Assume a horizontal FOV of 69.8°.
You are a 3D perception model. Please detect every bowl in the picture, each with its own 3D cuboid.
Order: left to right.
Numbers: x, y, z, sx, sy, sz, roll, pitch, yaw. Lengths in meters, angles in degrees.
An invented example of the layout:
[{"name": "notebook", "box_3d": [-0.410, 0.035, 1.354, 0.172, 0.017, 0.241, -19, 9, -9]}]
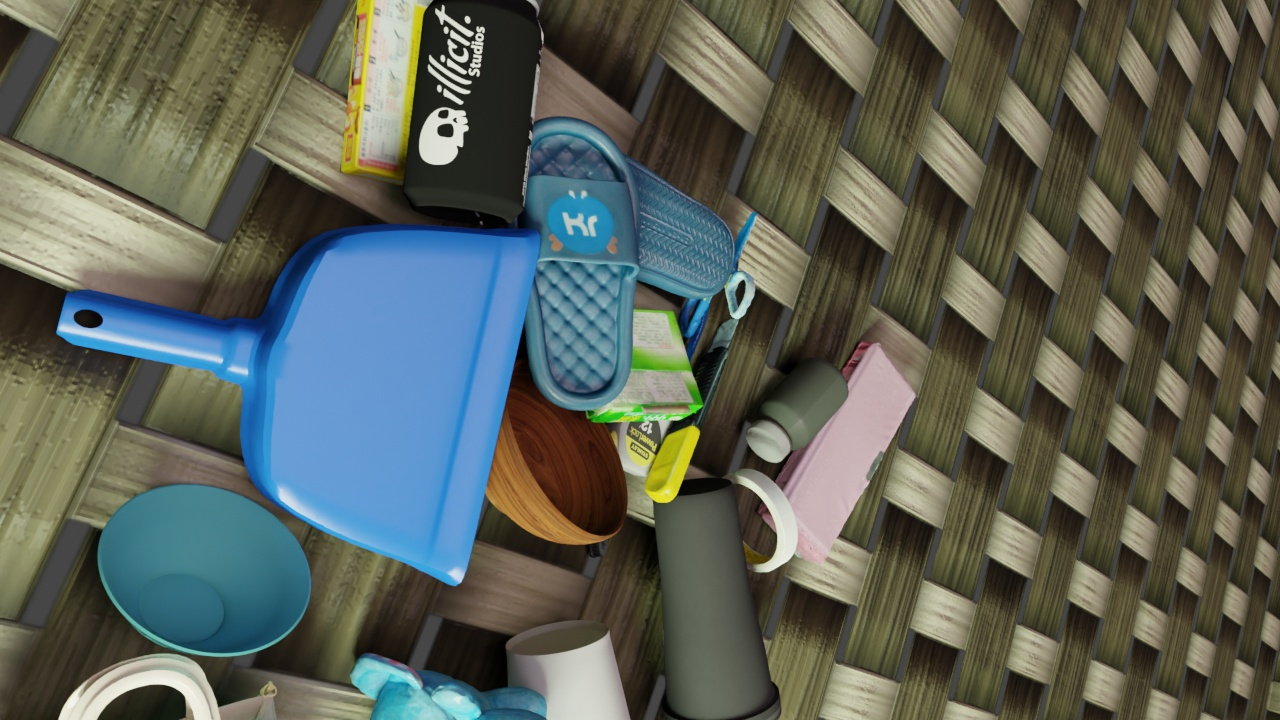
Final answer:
[{"name": "bowl", "box_3d": [-0.266, 0.136, 0.549, 0.121, 0.121, 0.046, 20, 121, -39]}, {"name": "bowl", "box_3d": [-0.079, 0.077, 0.687, 0.147, 0.069, 0.147, 48, 24, -30]}]

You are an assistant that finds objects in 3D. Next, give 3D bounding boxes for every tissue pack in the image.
[{"name": "tissue pack", "box_3d": [-0.004, 0.004, 0.754, 0.113, 0.034, 0.099, 2, 62, -40]}]

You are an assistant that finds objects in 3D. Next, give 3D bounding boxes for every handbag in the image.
[{"name": "handbag", "box_3d": [-0.282, 0.254, 0.508, 0.194, 0.101, 0.198, -5, 109, -37]}]

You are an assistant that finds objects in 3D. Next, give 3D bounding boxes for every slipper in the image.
[{"name": "slipper", "box_3d": [-0.041, -0.070, 0.664, 0.103, 0.059, 0.214, -6, 93, -24]}, {"name": "slipper", "box_3d": [-0.017, -0.112, 0.744, 0.213, 0.059, 0.103, 17, 78, -25]}]

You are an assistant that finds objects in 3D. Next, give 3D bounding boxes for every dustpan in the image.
[{"name": "dustpan", "box_3d": [-0.212, 0.002, 0.571, 0.257, 0.060, 0.245, 15, 86, -32]}]

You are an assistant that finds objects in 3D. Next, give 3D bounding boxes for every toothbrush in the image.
[{"name": "toothbrush", "box_3d": [-0.030, 0.073, 0.774, 0.014, 0.017, 0.188, 5, 89, -45]}]

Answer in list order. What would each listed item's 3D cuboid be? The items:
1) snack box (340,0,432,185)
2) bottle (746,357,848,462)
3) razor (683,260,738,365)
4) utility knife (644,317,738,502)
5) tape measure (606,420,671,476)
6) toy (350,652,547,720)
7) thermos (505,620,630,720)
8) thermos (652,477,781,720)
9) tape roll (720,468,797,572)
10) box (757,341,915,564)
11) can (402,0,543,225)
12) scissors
[{"name": "snack box", "box_3d": [-0.161, -0.200, 0.639, 0.075, 0.025, 0.152, 6, 90, -39]}, {"name": "bottle", "box_3d": [0.151, 0.048, 0.892, 0.108, 0.060, 0.060, -42, 118, -29]}, {"name": "razor", "box_3d": [0.057, -0.041, 0.834, 0.140, 0.018, 0.044, -66, 163, -13]}, {"name": "utility knife", "box_3d": [0.050, 0.037, 0.813, 0.020, 0.029, 0.197, 53, 52, -41]}, {"name": "tape measure", "box_3d": [-0.003, 0.063, 0.784, 0.064, 0.017, 0.064, 39, 61, -43]}, {"name": "toy", "box_3d": [-0.111, 0.264, 0.627, 0.183, 0.181, 0.114, 63, 32, -7]}, {"name": "thermos", "box_3d": [-0.049, 0.325, 0.715, 0.131, 0.132, 0.222, -9, 91, -39]}, {"name": "thermos", "box_3d": [0.060, 0.218, 0.809, 0.105, 0.106, 0.218, -11, 95, -38]}, {"name": "tape roll", "box_3d": [0.102, 0.146, 0.836, 0.019, 0.094, 0.094, -19, 105, -37]}, {"name": "box", "box_3d": [0.207, 0.092, 0.960, 0.098, 0.041, 0.232, 45, 66, -24]}, {"name": "can", "box_3d": [-0.111, -0.169, 0.613, 0.080, 0.080, 0.146, 7, 89, -39]}, {"name": "scissors", "box_3d": [0.073, -0.074, 0.797, 0.016, 0.125, 0.125, 25, 92, -31]}]
